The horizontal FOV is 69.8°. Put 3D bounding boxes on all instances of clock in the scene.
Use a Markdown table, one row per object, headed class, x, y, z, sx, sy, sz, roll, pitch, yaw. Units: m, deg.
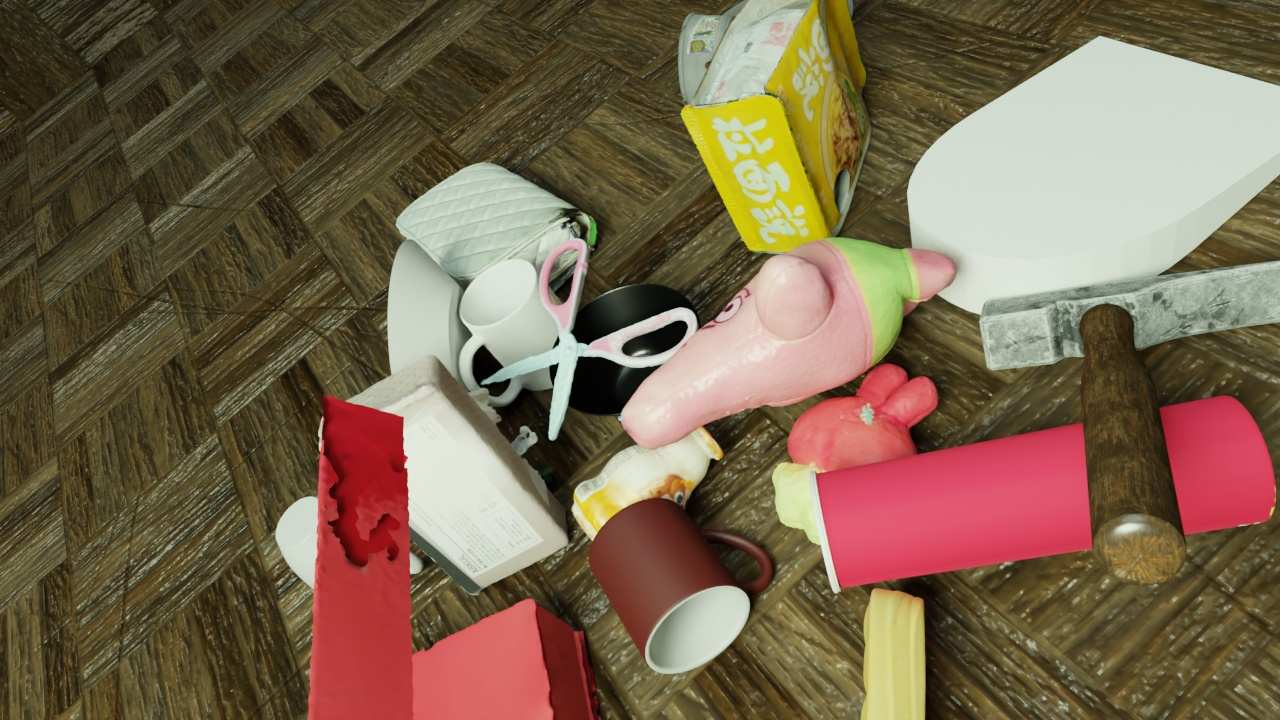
| class | x | y | z | sx | sy | sz | roll | pitch | yaw |
| --- | --- | --- | --- | --- | --- | --- | --- | --- | --- |
| clock | 0.074 | -0.292 | 0.892 | 0.056 | 0.104 | 0.147 | 3 | 50 | 22 |

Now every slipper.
| class | x | y | z | sx | sy | sz | roll | pitch | yaw |
| --- | --- | --- | --- | --- | --- | --- | --- | --- | --- |
| slipper | 0.093 | 0.231 | 0.436 | 0.078 | 0.100 | 0.262 | 4 | 51 | 19 |

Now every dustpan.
| class | x | y | z | sx | sy | sz | roll | pitch | yaw |
| --- | --- | --- | --- | --- | --- | --- | --- | --- | --- |
| dustpan | 0.316 | -0.129 | 0.660 | 0.257 | 0.053 | 0.191 | -32 | 43 | -12 |

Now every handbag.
| class | x | y | z | sx | sy | sz | roll | pitch | yaw |
| --- | --- | --- | --- | --- | --- | --- | --- | --- | --- |
| handbag | -0.144 | -0.124 | 0.907 | 0.138 | 0.072 | 0.195 | -38 | 42 | -14 |

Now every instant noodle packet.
| class | x | y | z | sx | sy | sz | roll | pitch | yaw |
| --- | --- | --- | --- | --- | --- | --- | --- | --- | --- |
| instant noodle packet | 0.136 | -0.220 | 0.744 | 0.084 | 0.163 | 0.221 | 6 | 58 | 36 |

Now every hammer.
| class | x | y | z | sx | sy | sz | roll | pitch | yaw |
| --- | --- | --- | --- | --- | --- | --- | --- | --- | --- |
| hammer | 0.273 | 0.014 | 0.443 | 0.218 | 0.037 | 0.299 | -8 | 17 | 27 |

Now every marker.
| class | x | y | z | sx | sy | sz | roll | pitch | yaw |
| --- | --- | --- | --- | --- | --- | --- | --- | --- | --- |
| marker | -0.138 | 0.104 | 0.700 | 0.146 | 0.017 | 0.017 | -12 | 41 | -17 |

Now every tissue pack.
| class | x | y | z | sx | sy | sz | roll | pitch | yaw |
| --- | --- | --- | --- | --- | --- | --- | --- | --- | --- |
| tissue pack | -0.128 | 0.078 | 0.648 | 0.104 | 0.181 | 0.071 | -30 | 33 | 7 |

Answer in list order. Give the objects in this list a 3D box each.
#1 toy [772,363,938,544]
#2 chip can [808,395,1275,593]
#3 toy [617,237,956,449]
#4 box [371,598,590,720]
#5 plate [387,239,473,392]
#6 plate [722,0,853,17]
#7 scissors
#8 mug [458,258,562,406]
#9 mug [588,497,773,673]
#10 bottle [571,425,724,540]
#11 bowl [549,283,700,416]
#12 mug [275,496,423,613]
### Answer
| class | x | y | z | sx | sy | sz | roll | pitch | yaw |
| --- | --- | --- | --- | --- | --- | --- | --- | --- | --- |
| toy | 0.139 | 0.057 | 0.594 | 0.092 | 0.045 | 0.135 | 23 | 70 | 45 |
| chip can | 0.208 | 0.074 | 0.499 | 0.221 | 0.069 | 0.069 | -13 | 48 | 12 |
| toy | 0.091 | -0.014 | 0.609 | 0.236 | 0.192 | 0.096 | -28 | 77 | -7 |
| box | -0.104 | 0.353 | 0.629 | 0.148 | 0.375 | 0.212 | -4 | 43 | -14 |
| plate | -0.169 | -0.016 | 0.773 | 0.036 | 0.174 | 0.173 | -3 | 49 | 1 |
| plate | 0.133 | -0.345 | 0.960 | 0.179 | 0.012 | 0.178 | -17 | 47 | 19 |
| scissors | -0.036 | -0.019 | 0.694 | 0.176 | 0.013 | 0.170 | 2 | 64 | 16 |
| mug | -0.108 | -0.015 | 0.776 | 0.074 | 0.090 | 0.110 | 18 | 65 | 40 |
| mug | 0.031 | 0.136 | 0.586 | 0.105 | 0.073 | 0.082 | -17 | 39 | -21 |
| bottle | 0.007 | 0.086 | 0.639 | 0.108 | 0.063 | 0.063 | -40 | 44 | -4 |
| bowl | -0.004 | 0.004 | 0.720 | 0.124 | 0.052 | 0.123 | -13 | 51 | 16 |
| mug | -0.223 | 0.146 | 0.713 | 0.107 | 0.089 | 0.071 | -4 | 52 | 29 |
